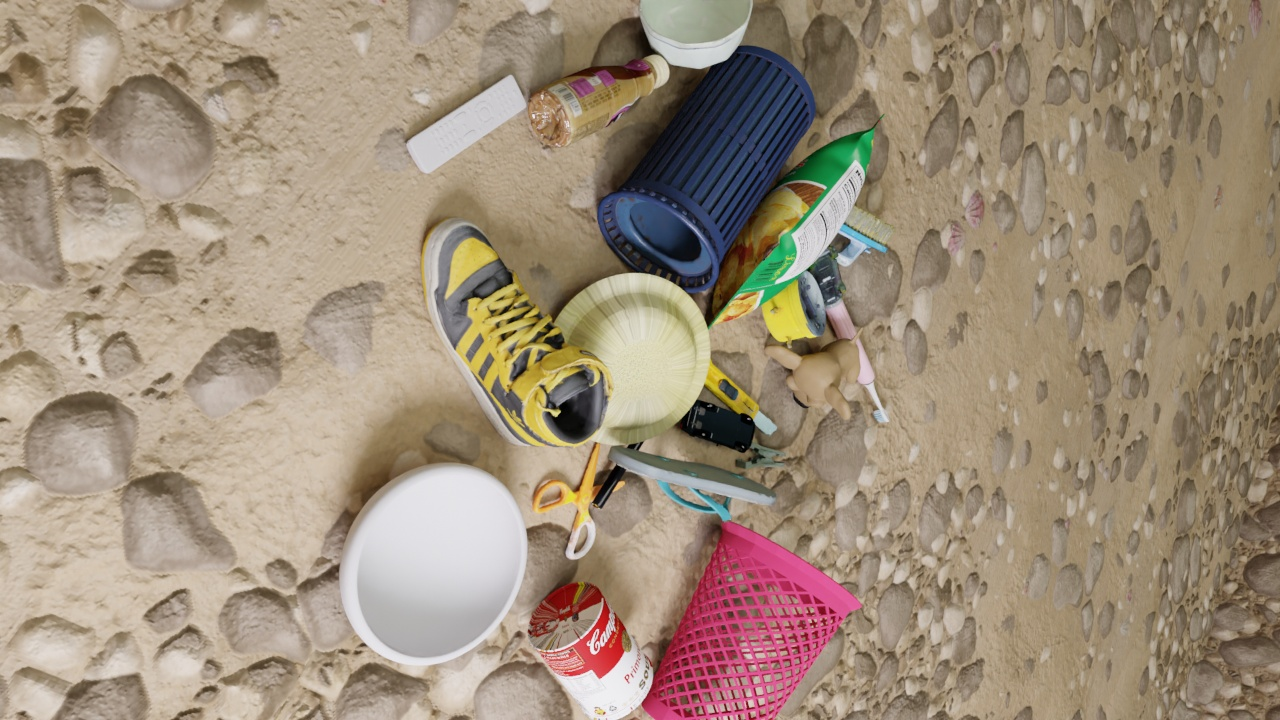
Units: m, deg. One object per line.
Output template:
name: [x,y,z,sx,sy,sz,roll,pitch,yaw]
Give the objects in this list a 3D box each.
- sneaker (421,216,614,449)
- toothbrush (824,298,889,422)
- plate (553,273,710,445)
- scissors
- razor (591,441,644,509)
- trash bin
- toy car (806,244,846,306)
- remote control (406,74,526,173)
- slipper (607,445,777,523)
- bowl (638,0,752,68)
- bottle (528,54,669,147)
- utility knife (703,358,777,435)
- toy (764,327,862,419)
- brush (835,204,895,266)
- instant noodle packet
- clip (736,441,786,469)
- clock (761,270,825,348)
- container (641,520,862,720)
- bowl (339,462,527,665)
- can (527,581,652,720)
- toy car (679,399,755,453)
sneaker: [-0.109,-0.018,0.833,0.085,0.122,0.239,-40,120,-33]
toothbrush: [0.299,0.003,1.253,0.223,0.027,0.027,60,38,-28]
plate: [-0.005,0.006,0.937,0.184,0.036,0.184,-6,108,-19]
scissors: [-0.061,0.152,0.965,0.125,0.011,0.128,-13,104,-42]
razor: [-0.012,0.098,0.989,0.043,0.022,0.144,47,60,-33]
trash bin: [0.078,-0.209,0.967,0.139,0.139,0.249,50,62,-33]
toy car: [0.232,-0.110,1.165,0.042,0.036,0.091,-28,134,-3]
remote control: [-0.158,-0.218,0.841,0.130,0.012,0.033,-44,123,-29]
slipper: [0.064,0.144,1.002,0.268,0.098,0.054,21,89,-50]
bowl: [0.057,-0.351,0.963,0.117,0.117,0.061,-56,163,-22]
bottle: [-0.035,-0.266,0.913,0.165,0.060,0.060,-36,117,-35]
utility knife: [0.111,0.040,1.104,0.191,0.018,0.030,41,77,-39]
toy: [0.233,0.013,1.158,0.108,0.134,0.106,-35,157,-35]
brush: [0.276,-0.161,1.200,0.135,0.055,0.075,16,106,-41]
instant noodle packet: [0.168,-0.148,1.035,0.090,0.196,0.252,39,64,2]
clip: [0.152,0.112,1.141,0.078,0.023,0.050,-7,100,-38]
clock: [0.191,-0.072,1.123,0.083,0.057,0.118,59,34,-25]
container: [0.113,0.327,1.041,0.183,0.183,0.225,42,75,-36]
bowl: [-0.191,0.175,0.818,0.176,0.066,0.176,-5,98,-41]
can: [-0.050,0.299,0.941,0.086,0.087,0.116,-46,121,-28]
toy car: [0.091,0.076,1.074,0.112,0.034,0.046,21,81,-39]
